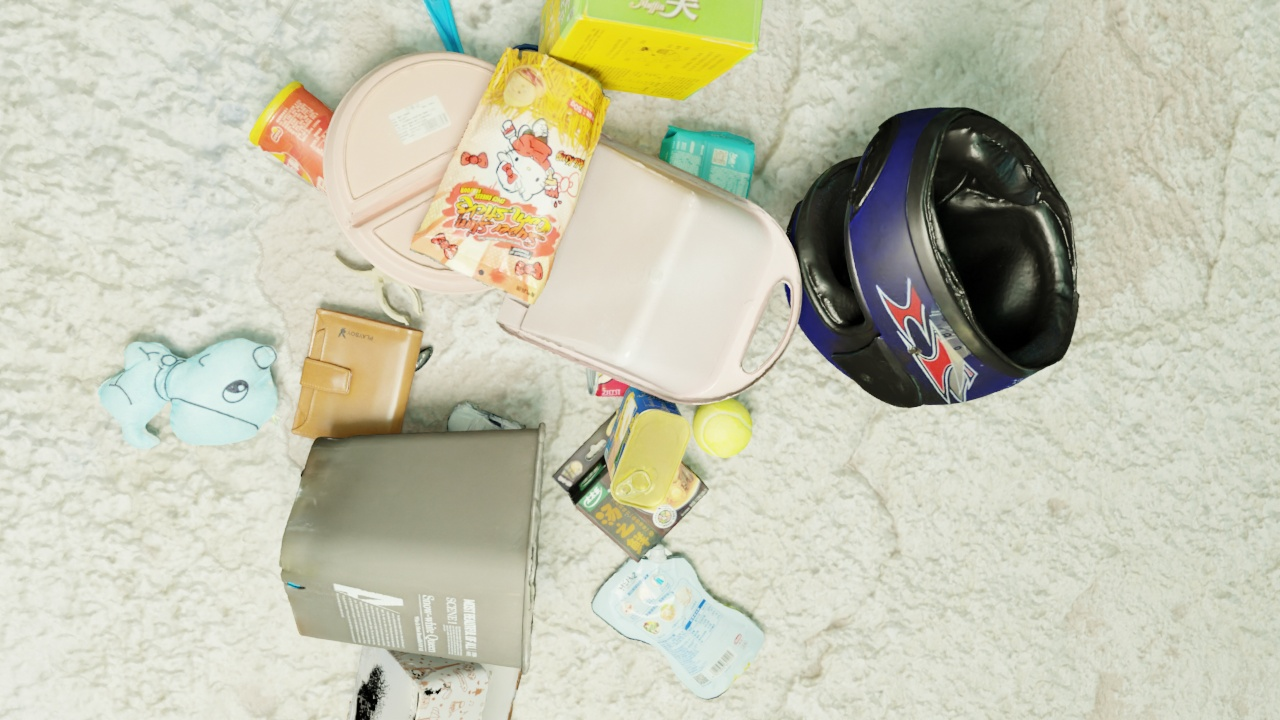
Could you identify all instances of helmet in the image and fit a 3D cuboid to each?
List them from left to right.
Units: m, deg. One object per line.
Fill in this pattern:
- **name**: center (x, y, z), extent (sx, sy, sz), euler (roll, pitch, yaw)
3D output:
- **helmet**: center (0.256, -0.094, 0.888), extent (0.315, 0.241, 0.246), euler (37, 66, -35)

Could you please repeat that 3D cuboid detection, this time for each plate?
- **plate**: center (-0.173, -0.176, 0.850), extent (0.229, 0.028, 0.229), euler (1, 88, -21)

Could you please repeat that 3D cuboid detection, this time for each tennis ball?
- **tennis ball**: center (0.088, 0.072, 0.986), extent (0.065, 0.065, 0.065), euler (-2, 100, -11)

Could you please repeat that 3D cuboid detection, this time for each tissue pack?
- **tissue pack**: center (0.061, -0.173, 0.944), extent (0.093, 0.050, 0.133), euler (10, 98, -11)

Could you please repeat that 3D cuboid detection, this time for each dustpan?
- **dustpan**: center (0.011, -0.077, 0.894), extent (0.138, 0.273, 0.223), euler (17, 101, -43)

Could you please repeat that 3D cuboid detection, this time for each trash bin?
- **trash bin**: center (-0.203, 0.173, 0.869), extent (0.219, 0.198, 0.199), euler (4, 134, -5)

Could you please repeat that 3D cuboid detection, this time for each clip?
- **clip**: center (-0.253, -0.080, 0.910), extent (0.071, 0.034, 0.100), euler (-40, 97, -2)

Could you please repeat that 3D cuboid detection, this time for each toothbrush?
- **toothbrush**: center (-0.280, 0.054, 0.935), extent (0.189, 0.017, 0.014), euler (-45, 95, 1)

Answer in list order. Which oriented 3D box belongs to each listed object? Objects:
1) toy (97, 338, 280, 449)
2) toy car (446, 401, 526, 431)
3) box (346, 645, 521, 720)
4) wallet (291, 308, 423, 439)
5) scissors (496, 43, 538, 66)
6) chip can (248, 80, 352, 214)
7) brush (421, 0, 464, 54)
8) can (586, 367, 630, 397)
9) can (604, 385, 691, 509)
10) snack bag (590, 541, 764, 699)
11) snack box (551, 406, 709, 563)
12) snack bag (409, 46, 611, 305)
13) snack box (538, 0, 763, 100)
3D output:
- **toy**: center (-0.426, 0.033, 0.885), extent (0.156, 0.050, 0.161), euler (37, 96, -13)
- **toy car**: center (-0.157, 0.076, 0.955), extent (0.090, 0.034, 0.043), euler (25, 98, -13)
- **box**: center (-0.198, 0.367, 0.962), extent (0.187, 0.155, 0.183), euler (4, 104, -41)
- **wallet**: center (-0.282, 0.022, 0.913), extent (0.108, 0.031, 0.132), euler (14, 94, -3)
- **scissors**: center (-0.070, -0.308, 0.914), extent (0.156, 0.012, 0.166), euler (10, 97, -14)
- **chip can**: center (-0.256, -0.168, 0.870), extent (0.216, 0.073, 0.073), euler (37, 91, -15)
- **brush**: center (-0.163, -0.250, 0.896), extent (0.083, 0.046, 0.255), euler (-20, 100, -3)
- **can**: center (-0.006, 0.006, 0.955), extent (0.093, 0.066, 0.066), euler (1, 100, -12)
- **can**: center (0.004, 0.081, 0.902), extent (0.057, 0.083, 0.102), euler (16, 106, -14)
- **snack bag**: center (0.044, 0.292, 1.032), extent (0.110, 0.039, 0.191), euler (-45, 103, 5)
- **snack box**: center (-0.010, 0.134, 0.989), extent (0.113, 0.053, 0.125), euler (-46, 110, -1)
- **snack bag**: center (-0.111, -0.168, 0.832), extent (0.128, 0.073, 0.207), euler (23, 87, -20)
- **snack box**: center (0.000, -0.295, 0.817), extent (0.157, 0.210, 0.070), euler (4, 92, -15)
